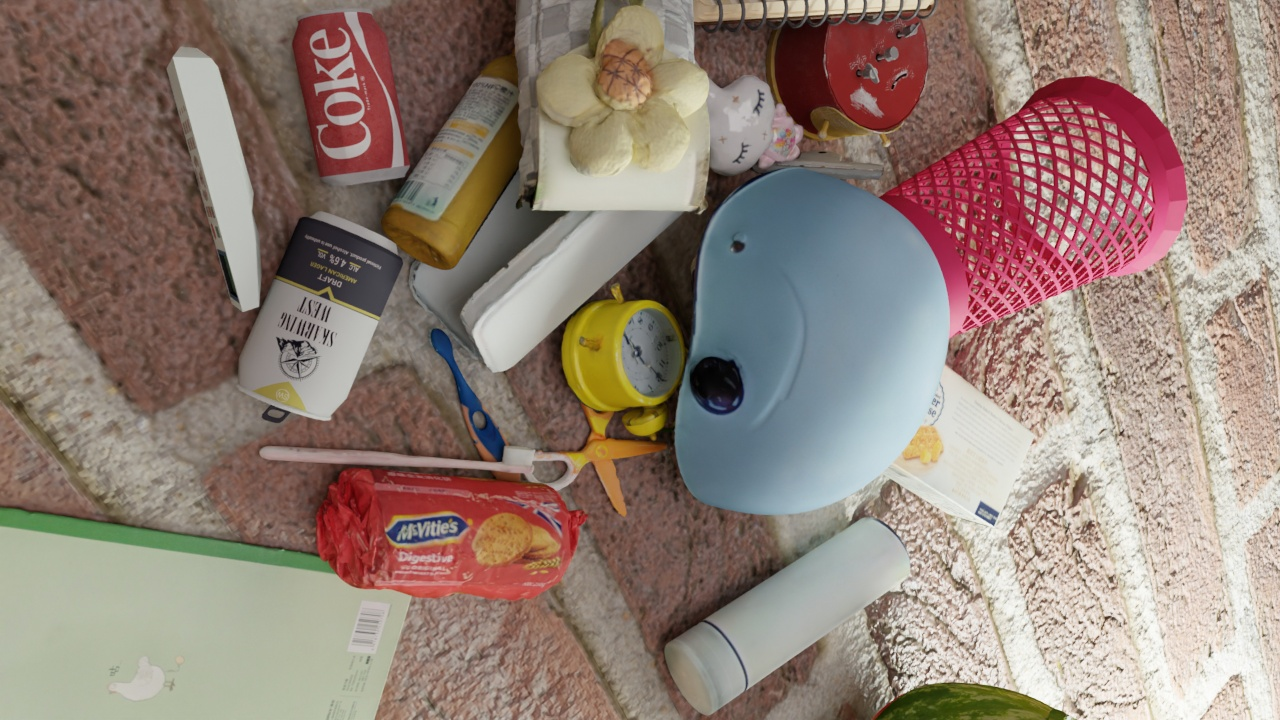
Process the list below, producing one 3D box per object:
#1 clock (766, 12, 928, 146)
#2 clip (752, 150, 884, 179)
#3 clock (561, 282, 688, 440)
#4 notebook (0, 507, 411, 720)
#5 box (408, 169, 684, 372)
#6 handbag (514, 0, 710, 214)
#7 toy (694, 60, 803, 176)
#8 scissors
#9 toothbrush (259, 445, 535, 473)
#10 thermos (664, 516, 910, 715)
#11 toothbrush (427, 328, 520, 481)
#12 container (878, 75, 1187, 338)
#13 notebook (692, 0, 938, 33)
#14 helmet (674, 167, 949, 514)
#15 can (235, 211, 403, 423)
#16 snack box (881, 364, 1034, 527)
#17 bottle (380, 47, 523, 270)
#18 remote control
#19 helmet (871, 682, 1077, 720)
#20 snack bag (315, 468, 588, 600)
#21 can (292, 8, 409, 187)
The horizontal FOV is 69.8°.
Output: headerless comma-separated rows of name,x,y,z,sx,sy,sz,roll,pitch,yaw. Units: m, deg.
clock,0.172,-0.252,0.720,0.117,0.081,0.159,-2,100,-31
clip,0.144,-0.151,0.742,0.054,0.102,0.038,-36,132,-71
clock,-0.004,0.004,0.667,0.119,0.057,0.083,50,54,-33
notebook,-0.279,0.199,0.570,0.252,0.010,0.182,18,89,-33
box,-0.066,-0.097,0.636,0.216,0.110,0.108,-43,160,-16
handbag,-0.017,-0.176,0.533,0.112,0.123,0.171,-1,78,-11
toy,0.070,-0.178,0.692,0.125,0.037,0.076,15,99,-20
scissors,-0.037,0.069,0.692,0.128,0.011,0.125,-28,110,-23
toothbrush,-0.156,0.063,0.609,0.181,0.016,0.018,5,96,-26
thermos,0.129,0.214,0.786,0.229,0.068,0.068,-24,110,-25
toothbrush,-0.115,0.035,0.639,0.021,0.017,0.135,-32,116,-19
container,0.302,-0.114,0.781,0.225,0.183,0.183,-26,111,-17
notebook,0.100,-0.305,0.651,0.225,0.024,0.167,-15,71,-28
helmet,0.129,0.000,0.675,0.225,0.167,0.266,-2,110,-53
can,-0.194,-0.021,0.550,0.064,0.064,0.127,24,86,-32
snack box,0.272,0.069,0.852,0.207,0.057,0.104,30,82,-32
bottle,-0.095,-0.147,0.588,0.053,0.053,0.185,39,70,-30
remote control,-0.236,-0.102,0.519,0.024,0.050,0.143,-17,107,-27
helmet,0.298,0.417,0.823,0.212,0.248,0.243,12,51,-51
snack bag,-0.126,0.117,0.610,0.176,0.082,0.082,9,94,-31
can,-0.172,-0.155,0.546,0.054,0.054,0.096,-15,106,-28
